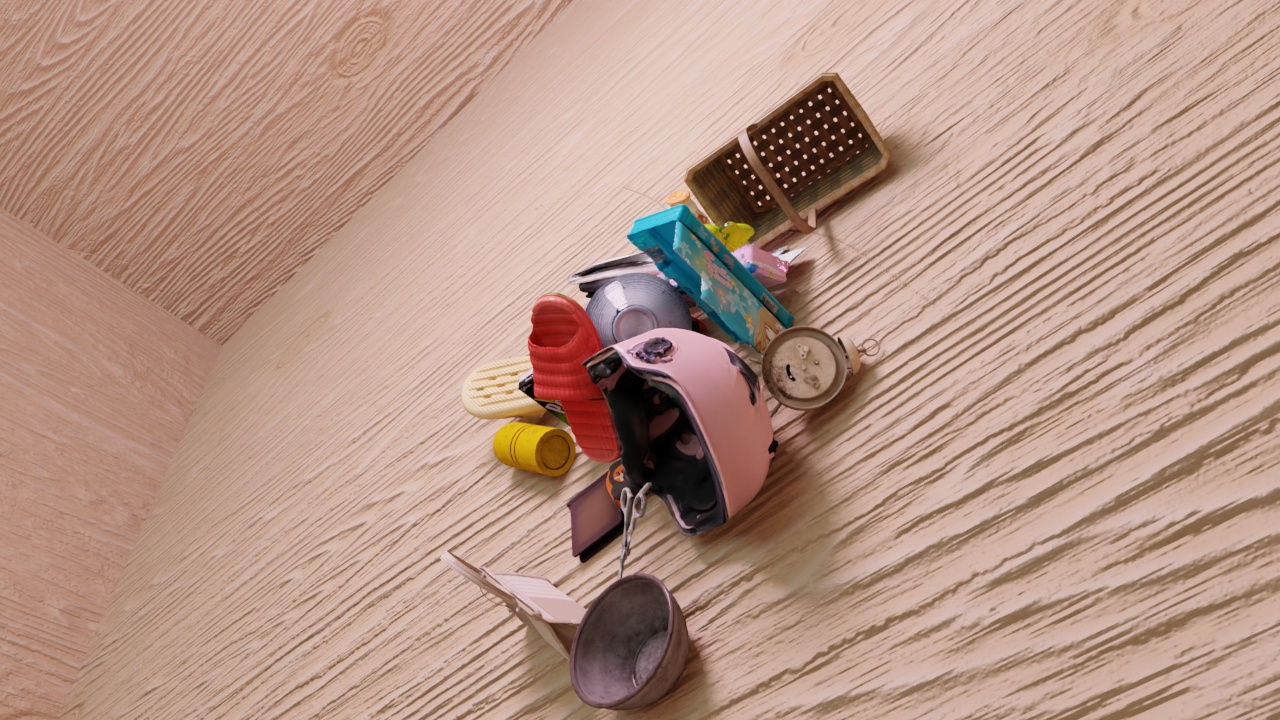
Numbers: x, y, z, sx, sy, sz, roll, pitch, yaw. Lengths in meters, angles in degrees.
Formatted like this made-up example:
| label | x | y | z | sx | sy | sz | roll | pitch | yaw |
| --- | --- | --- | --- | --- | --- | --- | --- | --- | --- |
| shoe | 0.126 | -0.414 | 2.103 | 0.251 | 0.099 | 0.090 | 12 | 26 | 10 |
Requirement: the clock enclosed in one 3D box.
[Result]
| label | x | y | z | sx | sy | sz | roll | pitch | yaw |
| --- | --- | --- | --- | --- | --- | --- | --- | --- | --- |
| clock | 0.200 | 0.006 | 1.030 | 0.141 | 0.054 | 0.093 | -20 | 75 | 4 |

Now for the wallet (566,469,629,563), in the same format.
| label | x | y | z | sx | sy | sz | roll | pitch | yaw |
| --- | --- | --- | --- | --- | --- | --- | --- | --- | --- |
| wallet | -0.058 | 0.202 | 1.211 | 0.092 | 0.018 | 0.115 | -40 | 29 | 16 |

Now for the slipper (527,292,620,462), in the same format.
| label | x | y | z | sx | sy | sz | roll | pitch | yaw |
| --- | --- | --- | --- | --- | --- | --- | --- | --- | --- |
| slipper | -0.087 | 0.033 | 1.144 | 0.104 | 0.249 | 0.058 | 5 | 33 | 36 |

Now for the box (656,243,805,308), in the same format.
| label | x | y | z | sx | sy | sz | roll | pitch | yaw |
| --- | --- | --- | --- | --- | --- | --- | --- | --- | --- |
| box | 0.111 | -0.110 | 1.254 | 0.231 | 0.160 | 0.063 | -13 | 90 | 46 |

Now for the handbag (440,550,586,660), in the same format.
| label | x | y | z | sx | sy | sz | roll | pitch | yaw |
| --- | --- | --- | --- | --- | --- | --- | --- | --- | --- |
| handbag | -0.149 | 0.273 | 1.071 | 0.176 | 0.198 | 0.062 | 14 | 68 | 57 |

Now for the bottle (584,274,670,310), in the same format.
| label | x | y | z | sx | sy | sz | roll | pitch | yaw |
| --- | --- | --- | --- | --- | --- | --- | --- | --- | --- |
| bottle | -0.032 | -0.052 | 1.173 | 0.161 | 0.072 | 0.046 | -18 | 2 | 4 |

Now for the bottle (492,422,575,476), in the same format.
| label | x | y | z | sx | sy | sz | roll | pitch | yaw |
| --- | --- | --- | --- | --- | --- | --- | --- | --- | --- |
| bottle | -0.169 | 0.130 | 1.379 | 0.164 | 0.071 | 0.071 | 2 | 59 | 53 |

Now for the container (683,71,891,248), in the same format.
| label | x | y | z | sx | sy | sz | roll | pitch | yaw |
| --- | --- | --- | --- | --- | --- | --- | --- | --- | --- |
| container | 0.191 | -0.255 | 1.219 | 0.251 | 0.157 | 0.185 | -31 | 15 | 30 |

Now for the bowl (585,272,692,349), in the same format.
| label | x | y | z | sx | sy | sz | roll | pitch | yaw |
| --- | --- | --- | --- | --- | --- | --- | --- | --- | --- |
| bowl | -0.005 | -0.039 | 1.119 | 0.137 | 0.137 | 0.057 | -48 | 1 | 5 |

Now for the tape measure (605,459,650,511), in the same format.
| label | x | y | z | sx | sy | sz | roll | pitch | yaw |
| --- | --- | --- | --- | --- | --- | --- | --- | --- | --- |
| tape measure | -0.015 | 0.157 | 1.174 | 0.058 | 0.038 | 0.059 | -33 | 38 | -6 |

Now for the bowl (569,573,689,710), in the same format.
| label | x | y | z | sx | sy | sz | roll | pitch | yaw |
| --- | --- | --- | --- | --- | --- | --- | --- | --- | --- |
| bowl | -0.001 | 0.306 | 0.970 | 0.145 | 0.067 | 0.144 | -33 | 35 | 27 |

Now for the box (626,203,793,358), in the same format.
| label | x | y | z | sx | sy | sz | roll | pitch | yaw |
| --- | --- | --- | --- | --- | --- | --- | --- | --- | --- |
| box | 0.101 | -0.087 | 1.102 | 0.085 | 0.227 | 0.170 | -48 | 30 | 2 |

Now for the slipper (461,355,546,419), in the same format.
| label | x | y | z | sx | sy | sz | roll | pitch | yaw |
| --- | --- | --- | --- | --- | --- | --- | --- | --- | --- |
| slipper | -0.161 | 0.051 | 1.451 | 0.262 | 0.079 | 0.111 | -10 | 47 | 23 |

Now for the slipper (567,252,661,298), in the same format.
| label | x | y | z | sx | sy | sz | roll | pitch | yaw |
| --- | --- | --- | --- | --- | --- | --- | --- | --- | --- |
| slipper | -0.007 | -0.131 | 1.441 | 0.264 | 0.063 | 0.111 | -9 | 18 | 35 |

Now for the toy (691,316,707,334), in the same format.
| label | x | y | z | sx | sy | sz | roll | pitch | yaw |
| --- | --- | --- | --- | --- | --- | --- | --- | --- | --- |
| toy | -0.008 | 0.007 | 1.226 | 0.159 | 0.140 | 0.183 | -21 | 42 | 40 |

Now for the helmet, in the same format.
| label | x | y | z | sx | sy | sz | roll | pitch | yaw |
| --- | --- | --- | --- | --- | --- | --- | --- | --- | --- |
| helmet | 0.060 | 0.068 | 1.025 | 0.152 | 0.230 | 0.256 | -26 | 17 | -21 |

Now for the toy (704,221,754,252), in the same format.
| label | x | y | z | sx | sy | sz | roll | pitch | yaw |
| --- | --- | --- | --- | --- | --- | --- | --- | --- | --- |
| toy | 0.103 | -0.161 | 1.239 | 0.094 | 0.093 | 0.036 | 106 | 169 | -63 |

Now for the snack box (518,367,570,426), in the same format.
| label | x | y | z | sx | sy | sz | roll | pitch | yaw |
| --- | --- | --- | --- | --- | --- | --- | --- | --- | --- |
| snack box | -0.088 | 0.051 | 1.278 | 0.080 | 0.147 | 0.025 | -33 | 35 | 27 |

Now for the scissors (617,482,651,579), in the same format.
| label | x | y | z | sx | sy | sz | roll | pitch | yaw |
| --- | --- | --- | --- | --- | --- | --- | --- | --- | --- |
| scissors | -0.012 | 0.213 | 1.059 | 0.118 | 0.014 | 0.161 | 153 | 121 | -65 |

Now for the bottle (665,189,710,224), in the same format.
| label | x | y | z | sx | sy | sz | roll | pitch | yaw |
| --- | --- | --- | --- | --- | --- | --- | --- | --- | --- |
| bottle | 0.067 | -0.187 | 1.293 | 0.063 | 0.109 | 0.063 | -16 | 37 | 12 |
